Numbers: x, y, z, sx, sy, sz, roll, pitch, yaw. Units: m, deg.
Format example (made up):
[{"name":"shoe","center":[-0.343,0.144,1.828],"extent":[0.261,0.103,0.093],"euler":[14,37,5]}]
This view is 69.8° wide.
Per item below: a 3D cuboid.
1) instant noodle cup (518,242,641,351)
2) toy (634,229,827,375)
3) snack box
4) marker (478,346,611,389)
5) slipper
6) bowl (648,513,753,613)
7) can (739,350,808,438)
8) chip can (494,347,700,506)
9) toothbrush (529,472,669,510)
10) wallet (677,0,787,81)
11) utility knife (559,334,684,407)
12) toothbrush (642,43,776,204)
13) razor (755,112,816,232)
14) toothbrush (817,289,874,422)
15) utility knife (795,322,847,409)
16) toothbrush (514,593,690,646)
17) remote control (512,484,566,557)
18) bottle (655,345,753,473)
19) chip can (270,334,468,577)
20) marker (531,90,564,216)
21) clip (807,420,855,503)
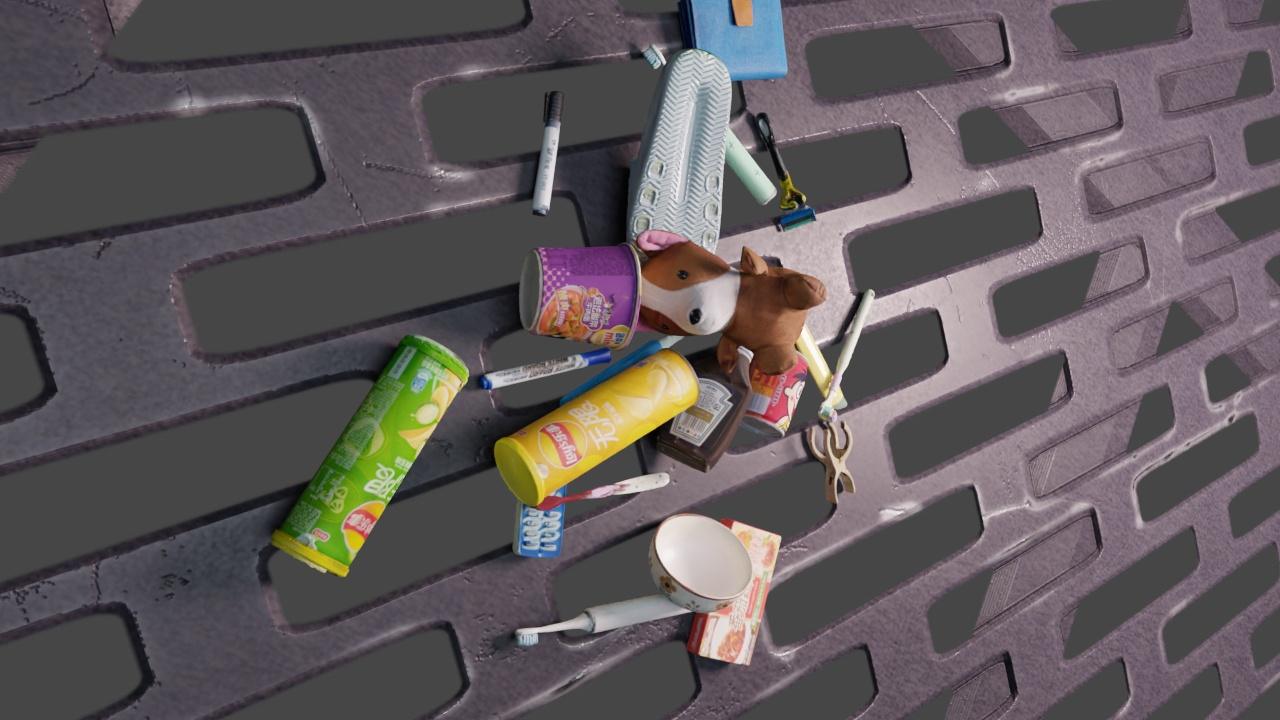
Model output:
[{"name":"instant noodle cup","center":[-0.064,-0.065,0.907],"extent":[0.099,0.112,0.111],"euler":[1,88,-22]},{"name":"toy","center":[0.078,-0.057,0.944],"extent":[0.199,0.130,0.140],"euler":[18,111,-2]},{"name":"snack box","center":[0.107,0.264,1.045],"extent":[0.075,0.025,0.152],"euler":[22,78,-29]},{"name":"marker","center":[-0.095,0.008,0.934],"extent":[0.145,0.017,0.017],"euler":[-13,96,-30]},{"name":"slipper","center":[0.035,-0.205,0.980],"extent":[0.104,0.074,0.245],"euler":[3,105,-23]},{"name":"bowl","center":[0.057,0.226,0.984],"extent":[0.113,0.113,0.062],"euler":[0,133,-31]},{"name":"can","center":[0.149,0.034,1.049],"extent":[0.066,0.067,0.093],"euler":[30,74,-27]},{"name":"chip can","center":[-0.040,0.062,0.914],"extent":[0.212,0.072,0.072],"euler":[-30,104,-31]},{"name":"toothbrush","center":[-0.038,0.135,0.950],"extent":[0.187,0.017,0.016],"euler":[-5,86,-44]},{"name":"wallet","center":[0.109,-0.375,1.052],"extent":[0.132,0.040,0.106],"euler":[-13,100,-31]},{"name":"utility knife","center":[-0.006,0.006,0.986],"extent":[0.206,0.018,0.034],"euler":[-35,118,-27]},{"name":"toothbrush","center":[0.081,-0.266,1.037],"extent":[0.027,0.026,0.224],"euler":[-43,111,-1]},{"name":"razor","center":[0.166,-0.227,1.092],"extent":[0.043,0.022,0.143],"euler":[-20,98,15]},{"name":"toothbrush","center":[0.257,-0.010,1.132],"extent":[0.029,0.020,0.189],"euler":[36,64,-26]},{"name":"utility knife","center":[0.204,-0.017,1.111],"extent":[0.030,0.020,0.195],"euler":[-41,116,-30]},{"name":"toothbrush","center":[-0.029,0.268,0.963],"extent":[0.220,0.027,0.026],"euler":[-3,81,-31]},{"name":"remote control","center":[-0.100,0.135,0.924],"extent":[0.049,0.024,0.125],"euler":[11,80,-30]},{"name":"bottle","center":[0.088,0.024,1.012],"extent":[0.080,0.044,0.194],"euler":[24,72,14]},{"name":"chip can","center":[-0.235,0.080,0.818],"extent":[0.072,0.073,0.221],"euler":[37,72,-25]},{"name":"marker","center":[-0.096,-0.212,0.938],"extent":[0.022,0.018,0.130],"euler":[9,84,-10]},{"name":"clip","center":[0.246,0.116,1.126],"extent":[0.080,0.035,0.104],"euler":[-38,112,-25]}]
